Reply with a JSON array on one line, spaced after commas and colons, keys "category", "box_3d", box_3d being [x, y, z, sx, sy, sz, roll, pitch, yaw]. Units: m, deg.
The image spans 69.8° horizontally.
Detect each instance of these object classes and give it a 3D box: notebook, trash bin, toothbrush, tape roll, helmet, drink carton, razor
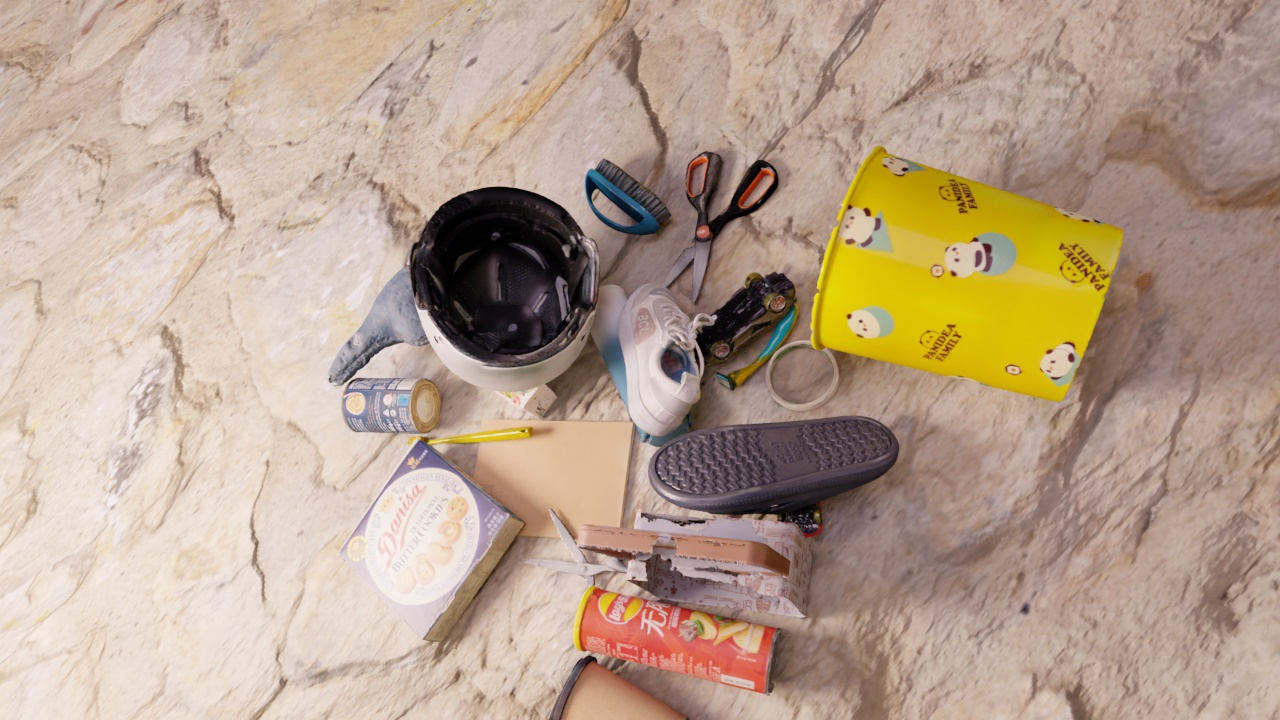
[{"category": "notebook", "box_3d": [-0.115, 0.146, 1.145, 0.212, 0.012, 0.149, 0, 69, 20]}, {"category": "trash bin", "box_3d": [0.339, -0.082, 0.961, 0.255, 0.229, 0.229, 19, 76, 21]}, {"category": "toothbrush", "box_3d": [-0.223, 0.099, 1.189, 0.190, 0.016, 0.015, -7, 68, 25]}, {"category": "tape roll", "box_3d": [0.191, 0.018, 1.084, 0.086, 0.014, 0.085, -8, 66, 17]}, {"category": "helmet", "box_3d": [-0.164, -0.069, 1.127, 0.230, 0.157, 0.273, -5, 50, -13]}, {"category": "drink carton", "box_3d": [-0.171, 0.026, 1.193, 0.122, 0.053, 0.045, 32, 82, 29]}, {"category": "razor", "box_3d": [0.148, -0.016, 1.106, 0.132, 0.028, 0.043, -47, 16, -4]}]

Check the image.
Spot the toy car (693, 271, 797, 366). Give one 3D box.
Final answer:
[{"category": "toy car", "box_3d": [0.120, -0.048, 1.117, 0.158, 0.042, 0.070, -39, 35, 7]}]

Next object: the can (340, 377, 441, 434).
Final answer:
[{"category": "can", "box_3d": [-0.331, 0.060, 1.226, 0.111, 0.075, 0.075, 0, 68, 20]}]

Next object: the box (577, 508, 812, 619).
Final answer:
[{"category": "box", "box_3d": [0.065, 0.193, 0.914, 0.177, 0.260, 0.082, 1, 69, 21]}]

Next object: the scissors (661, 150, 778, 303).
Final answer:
[{"category": "scissors", "box_3d": [0.100, -0.183, 1.200, 0.205, 0.022, 0.224, -15, 63, 13]}]

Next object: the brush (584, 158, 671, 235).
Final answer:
[{"category": "brush", "box_3d": [-0.027, -0.214, 1.242, 0.073, 0.055, 0.144, -45, 61, -4]}]

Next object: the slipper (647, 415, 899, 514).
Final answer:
[{"category": "slipper", "box_3d": [0.144, 0.127, 0.983, 0.268, 0.083, 0.110, -9, 36, -6]}]

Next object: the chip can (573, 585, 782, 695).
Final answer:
[{"category": "chip can", "box_3d": [0.039, 0.297, 0.978, 0.217, 0.073, 0.073, 8, 71, 19]}]

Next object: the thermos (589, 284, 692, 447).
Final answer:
[{"category": "thermos", "box_3d": [-0.007, 0.007, 1.136, 0.070, 0.070, 0.220, -31, 62, 6]}]

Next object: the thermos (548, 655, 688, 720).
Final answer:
[{"category": "thermos", "box_3d": [-0.026, 0.378, 0.973, 0.143, 0.093, 0.093, 19, 75, 17]}]

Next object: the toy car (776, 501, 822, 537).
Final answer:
[{"category": "toy car", "box_3d": [0.178, 0.148, 1.022, 0.049, 0.031, 0.106, -9, 52, 18]}]

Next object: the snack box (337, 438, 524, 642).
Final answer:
[{"category": "snack box", "box_3d": [-0.264, 0.221, 1.143, 0.182, 0.046, 0.178, 33, 86, 28]}]

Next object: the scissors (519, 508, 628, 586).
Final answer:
[{"category": "scissors", "box_3d": [-0.060, 0.244, 1.075, 0.159, 0.014, 0.181, -27, 66, 9]}]

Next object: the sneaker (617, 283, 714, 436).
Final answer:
[{"category": "sneaker", "box_3d": [0.032, -0.026, 1.071, 0.091, 0.089, 0.241, -47, 27, 33]}]

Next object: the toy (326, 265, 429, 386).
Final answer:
[{"category": "toy", "box_3d": [-0.276, -0.084, 1.251, 0.356, 0.091, 0.138, -29, 59, -8]}]
